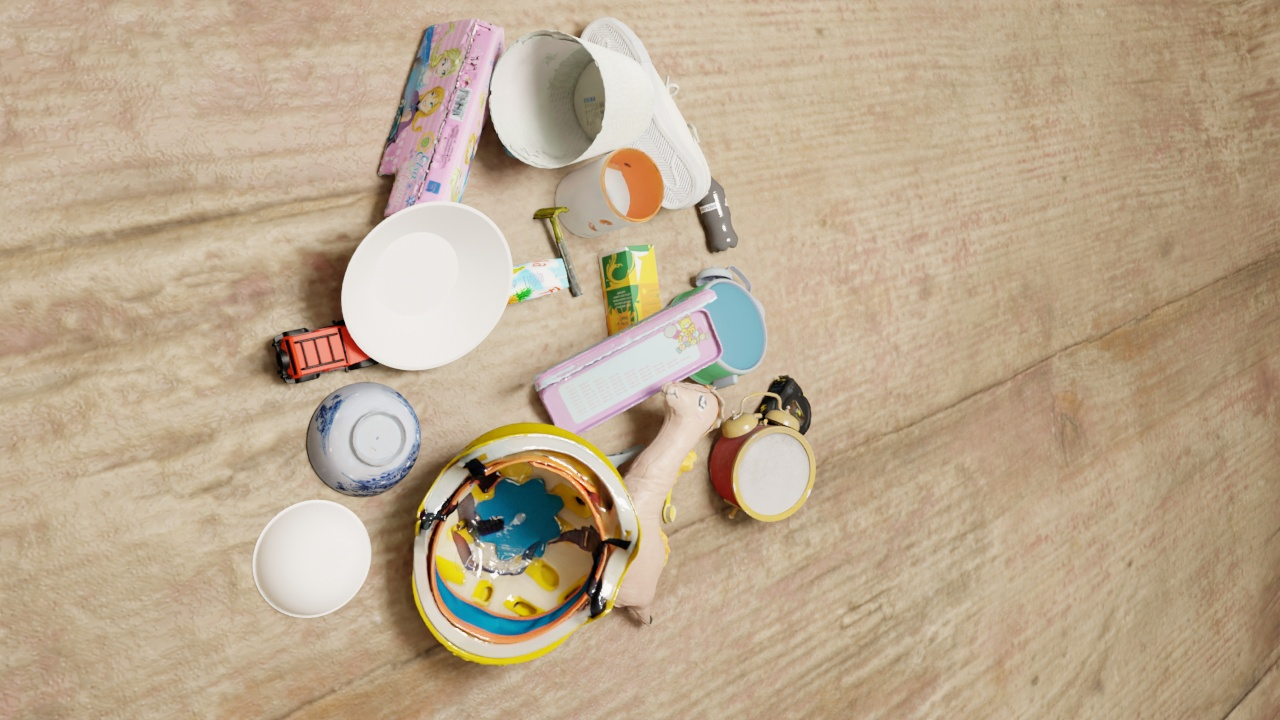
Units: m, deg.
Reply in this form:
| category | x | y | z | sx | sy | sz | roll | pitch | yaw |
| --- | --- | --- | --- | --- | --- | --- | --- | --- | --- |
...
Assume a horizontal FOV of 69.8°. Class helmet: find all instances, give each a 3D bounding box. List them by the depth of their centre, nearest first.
| category | x | y | z | sx | sy | sz | roll | pitch | yaw |
| --- | --- | --- | --- | --- | --- | --- | --- | --- | --- |
| helmet | -0.117 | 0.169 | 0.923 | 0.209 | 0.139 | 0.240 | 29 | 102 | -11 |

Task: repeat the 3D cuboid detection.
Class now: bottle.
| category | x | y | z | sx | sy | sz | roll | pitch | yaw |
| --- | --- | --- | --- | --- | --- | --- | --- | --- | --- |
| bottle | 0.094 | -0.193 | 1.163 | 0.036 | 0.036 | 0.110 | -22 | 99 | -34 |

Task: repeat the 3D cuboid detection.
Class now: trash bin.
| category | x | y | z | sx | sy | sz | roll | pitch | yaw |
| --- | --- | --- | --- | --- | --- | --- | --- | --- | --- |
| trash bin | -0.062 | -0.278 | 0.981 | 0.161 | 0.133 | 0.133 | -32 | 106 | -62 |

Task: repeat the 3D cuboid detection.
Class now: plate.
| category | x | y | z | sx | sy | sz | roll | pitch | yaw |
| --- | --- | --- | --- | --- | --- | --- | --- | --- | --- |
| plate | -0.210 | -0.077 | 0.892 | 0.173 | 0.036 | 0.174 | -20 | 128 | -29 |

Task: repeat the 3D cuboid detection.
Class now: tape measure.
| category | x | y | z | sx | sy | sz | roll | pitch | yaw |
| --- | --- | --- | --- | --- | --- | --- | --- | --- | --- |
| tape measure | 0.192 | 0.068 | 1.208 | 0.072 | 0.042 | 0.071 | 48 | 59 | -25 |

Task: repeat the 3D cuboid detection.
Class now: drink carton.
| category | x | y | z | sx | sy | sz | roll | pitch | yaw |
| --- | --- | --- | --- | --- | --- | --- | --- | --- | --- |
| drink carton | -0.139 | -0.081 | 0.988 | 0.128 | 0.044 | 0.038 | -17 | 96 | -33 |
| drink carton | -0.009 | -0.069 | 1.067 | 0.041 | 0.058 | 0.122 | -7 | 90 | -35 |

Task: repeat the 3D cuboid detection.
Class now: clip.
| category | x | y | z | sx | sy | sz | roll | pitch | yaw |
| --- | --- | --- | --- | --- | --- | --- | --- | --- | --- |
| clip | -0.060 | 0.116 | 1.036 | 0.162 | 0.027 | 0.090 | 23 | 75 | -32 |

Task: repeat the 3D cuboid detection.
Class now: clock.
| category | x | y | z | sx | sy | sz | roll | pitch | yaw |
| --- | --- | --- | --- | --- | --- | --- | --- | --- | --- |
| clock | 0.099 | -0.049 | 1.138 | 0.122 | 0.076 | 0.161 | 41 | 52 | -24 |
| clock | 0.147 | 0.117 | 1.146 | 0.117 | 0.081 | 0.159 | -3 | 97 | -24 |

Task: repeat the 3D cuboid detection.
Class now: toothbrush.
| category | x | y | z | sx | sy | sz | roll | pitch | yaw |
| --- | --- | --- | --- | --- | --- | --- | --- | --- | --- |
| toothbrush | 0.037 | 0.128 | 1.110 | 0.021 | 0.016 | 0.135 | 5 | 83 | -30 |

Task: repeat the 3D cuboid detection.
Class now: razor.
| category | x | y | z | sx | sy | sz | roll | pitch | yaw |
| --- | --- | --- | --- | --- | --- | --- | --- | --- | --- |
| razor | -0.086 | -0.122 | 1.038 | 0.026 | 0.043 | 0.106 | -31 | 113 | -35 |

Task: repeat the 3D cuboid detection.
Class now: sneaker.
| category | x | y | z | sx | sy | sz | roll | pitch | yaw |
| --- | --- | --- | --- | --- | --- | --- | --- | --- | --- |
| sneaker | 0.008 | -0.290 | 1.091 | 0.242 | 0.090 | 0.090 | 61 | 26 | -2 |

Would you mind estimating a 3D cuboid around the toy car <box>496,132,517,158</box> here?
| category | x | y | z | sx | sy | sz | roll | pitch | yaw |
| --- | --- | --- | --- | --- | --- | --- | --- | --- | --- |
| toy car | -0.135 | -0.273 | 1.013 | 0.060 | 0.028 | 0.107 | 13 | 77 | -51 |

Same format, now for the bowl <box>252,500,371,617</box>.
| category | x | y | z | sx | sy | sz | roll | pitch | yaw |
| --- | --- | --- | --- | --- | --- | --- | --- | --- | --- |
| bowl | -0.299 | 0.187 | 0.856 | 0.109 | 0.041 | 0.110 | 3 | 84 | -35 |

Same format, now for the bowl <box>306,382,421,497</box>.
| category | x | y | z | sx | sy | sz | roll | pitch | yaw |
| --- | --- | --- | --- | --- | --- | --- | --- | --- | --- |
| bowl | -0.260 | 0.077 | 0.890 | 0.114 | 0.045 | 0.114 | 3 | 84 | -35 |

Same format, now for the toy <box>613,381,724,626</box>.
| category | x | y | z | sx | sy | sz | roll | pitch | yaw |
| --- | --- | --- | --- | --- | --- | --- | --- | --- | --- |
| toy | 0.025 | 0.157 | 1.040 | 0.264 | 0.065 | 0.196 | -54 | 130 | -15 |

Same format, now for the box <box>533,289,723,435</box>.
| category | x | y | z | sx | sy | sz | roll | pitch | yaw |
| --- | --- | --- | --- | --- | --- | --- | --- | --- | --- |
| box | -0.013 | -0.005 | 0.997 | 0.214 | 0.140 | 0.062 | -28 | 62 | -8 |

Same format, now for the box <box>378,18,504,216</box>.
| category | x | y | z | sx | sy | sz | roll | pitch | yaw |
| --- | --- | --- | --- | --- | --- | --- | --- | --- | --- |
| box | -0.212 | -0.242 | 0.940 | 0.090 | 0.085 | 0.230 | 16 | 76 | -4 |

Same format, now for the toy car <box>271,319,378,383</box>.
| category | x | y | z | sx | sy | sz | roll | pitch | yaw |
| --- | --- | --- | --- | --- | --- | --- | --- | --- | --- |
| toy car | -0.294 | -0.011 | 0.871 | 0.100 | 0.049 | 0.051 | -16 | 95 | -35 |

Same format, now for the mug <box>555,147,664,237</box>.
| category | x | y | z | sx | sy | sz | roll | pitch | yaw |
| --- | --- | --- | --- | --- | --- | --- | --- | --- | --- |
| mug | -0.036 | -0.186 | 1.030 | 0.082 | 0.105 | 0.082 | 3 | 85 | -35 |
